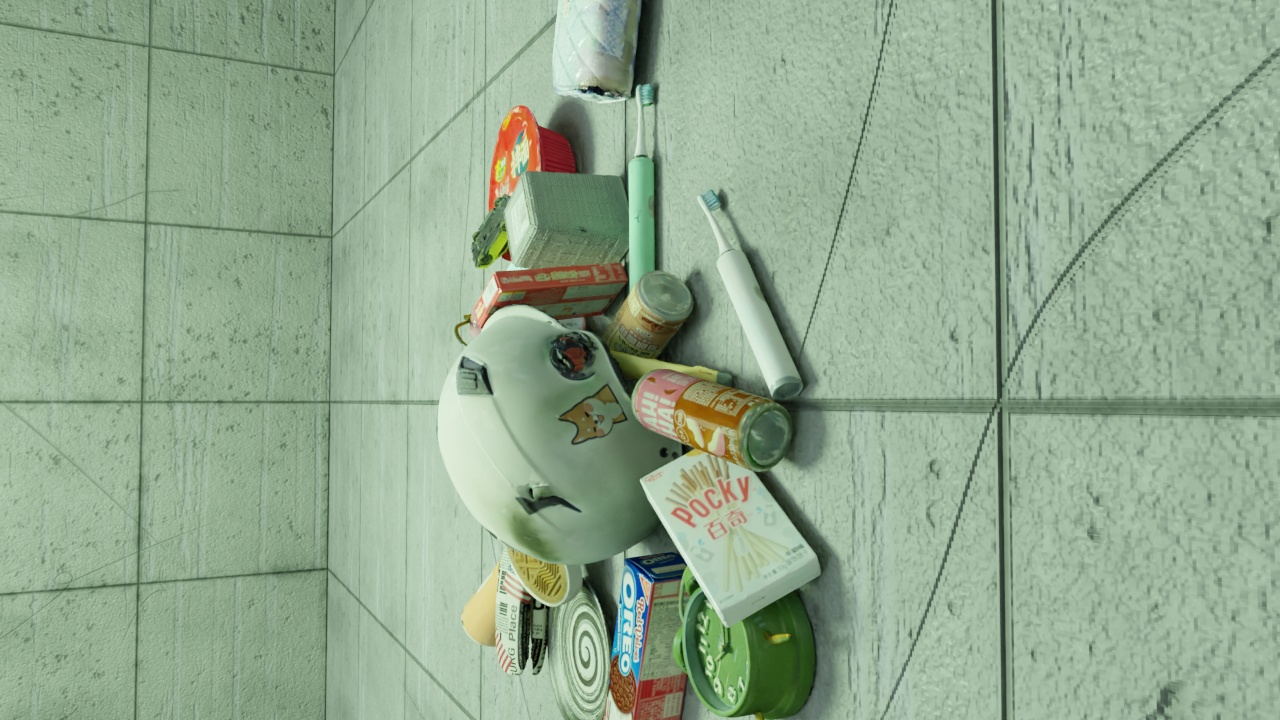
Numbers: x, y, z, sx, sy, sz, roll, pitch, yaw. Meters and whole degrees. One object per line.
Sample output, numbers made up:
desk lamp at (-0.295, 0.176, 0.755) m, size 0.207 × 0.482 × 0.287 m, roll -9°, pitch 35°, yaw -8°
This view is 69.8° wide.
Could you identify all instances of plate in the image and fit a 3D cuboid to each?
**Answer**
plate at (-0.064, 0.335, 1.045) m, size 0.180 × 0.024 × 0.179 m, roll -12°, pitch 77°, yaw 62°

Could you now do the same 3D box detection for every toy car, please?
toy car at (-0.176, -0.157, 1.132) m, size 0.105 × 0.032 × 0.048 m, roll -50°, pitch 44°, yaw 35°

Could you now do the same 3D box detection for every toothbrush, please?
toothbrush at (0.002, -0.171, 0.934) m, size 0.027 × 0.026 × 0.224 m, roll -2°, pitch 86°, yaw 23°
toothbrush at (0.085, -0.063, 0.768) m, size 0.026 × 0.027 × 0.220 m, roll -27°, pitch 55°, yaw 13°

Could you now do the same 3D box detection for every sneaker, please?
sneaker at (-0.118, 0.180, 1.088) m, size 0.118 × 0.087 × 0.241 m, roll -56°, pitch 51°, yaw 27°

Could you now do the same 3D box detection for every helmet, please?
helmet at (-0.102, 0.091, 0.889) m, size 0.274 × 0.156 × 0.231 m, roll 45°, pitch 137°, yaw 5°

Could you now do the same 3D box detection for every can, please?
can at (0.056, 0.047, 0.761) m, size 0.147 × 0.057 × 0.058 m, roll 17°, pitch 104°, yaw 52°
can at (0.002, -0.032, 0.891) m, size 0.117 × 0.058 × 0.058 m, roll -54°, pitch 43°, yaw 48°

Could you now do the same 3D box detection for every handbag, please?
handbag at (-0.046, -0.376, 0.981) m, size 0.134 × 0.075 × 0.194 m, roll 23°, pitch 110°, yaw 61°

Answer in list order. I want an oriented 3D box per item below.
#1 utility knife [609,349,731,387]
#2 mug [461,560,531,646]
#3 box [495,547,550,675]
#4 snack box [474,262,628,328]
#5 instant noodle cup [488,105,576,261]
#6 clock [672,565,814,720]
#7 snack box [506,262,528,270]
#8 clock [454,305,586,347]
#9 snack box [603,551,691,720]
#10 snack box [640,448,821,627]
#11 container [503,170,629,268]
utility knife at (-0.005, 0.005, 0.865) m, size 0.221 × 0.022 × 0.031 m, roll 10°, pitch 122°, yaw 34°
mug at (-0.184, 0.317, 1.228) m, size 0.123 × 0.078 × 0.078 m, roll -60°, pitch 39°, yaw 36°
box at (-0.153, 0.306, 1.137) m, size 0.075 × 0.083 × 0.163 m, roll 136°, pitch 137°, yaw -81°
snack box at (-0.095, -0.070, 0.978) m, size 0.075 × 0.152 × 0.025 m, roll -48°, pitch 57°, yaw 52°
instant noodle cup at (-0.134, -0.219, 1.156) m, size 0.194 × 0.065 × 0.193 m, roll -9°, pitch 80°, yaw 62°
clock at (0.074, 0.223, 0.745) m, size 0.161 × 0.056 × 0.116 m, roll 31°, pitch 115°, yaw 59°
snack box at (-0.120, -0.094, 1.113) m, size 0.175 × 0.074 × 0.051 m, roll -43°, pitch 50°, yaw 54°
clock at (-0.134, -0.027, 1.047) m, size 0.117 × 0.158 × 0.060 m, roll 54°, pitch 139°, yaw 47°
snack box at (0.010, 0.286, 0.868) m, size 0.057 × 0.058 × 0.207 m, roll 27°, pitch 113°, yaw 57°
snack box at (0.068, 0.131, 0.734) m, size 0.156 × 0.084 × 0.027 m, roll 55°, pitch 171°, yaw 49°
container at (-0.081, -0.149, 0.997) m, size 0.090 × 0.114 × 0.090 m, roll -51°, pitch 45°, yaw 51°
